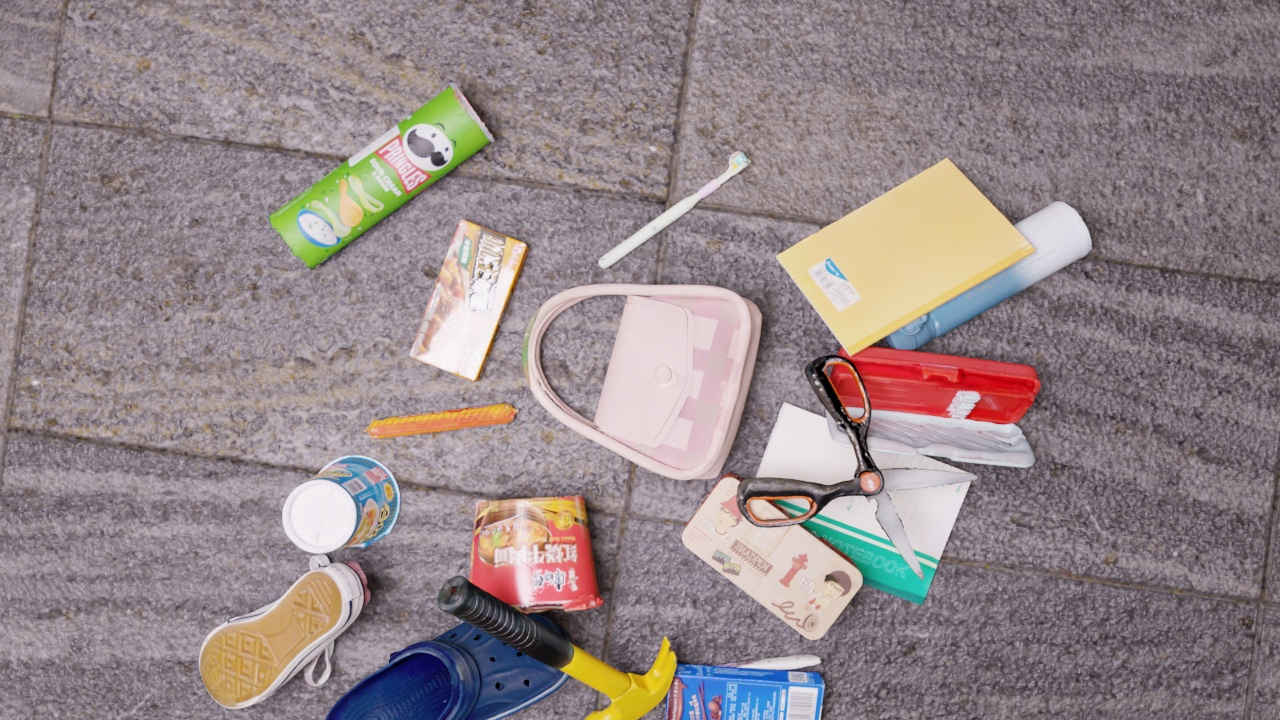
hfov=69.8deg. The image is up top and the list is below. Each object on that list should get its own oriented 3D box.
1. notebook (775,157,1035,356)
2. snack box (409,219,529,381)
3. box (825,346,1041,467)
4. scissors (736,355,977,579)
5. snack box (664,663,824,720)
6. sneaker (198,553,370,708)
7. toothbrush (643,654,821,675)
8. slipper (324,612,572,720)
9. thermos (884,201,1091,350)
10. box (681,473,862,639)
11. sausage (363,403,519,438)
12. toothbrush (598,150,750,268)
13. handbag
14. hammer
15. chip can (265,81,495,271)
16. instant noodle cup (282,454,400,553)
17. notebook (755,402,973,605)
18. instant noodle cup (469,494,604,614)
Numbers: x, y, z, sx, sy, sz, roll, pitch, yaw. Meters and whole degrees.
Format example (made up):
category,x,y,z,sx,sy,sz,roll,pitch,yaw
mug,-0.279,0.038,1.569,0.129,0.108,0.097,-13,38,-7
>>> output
category,x,y,z,sx,sy,sz,roll,pitch,yaw
notebook,0.260,-0.107,0.919,0.206,0.010,0.145,-30,57,0
snack box,-0.178,-0.062,0.957,0.075,0.026,0.153,21,90,1
box,0.289,0.056,0.909,0.201,0.096,0.100,6,51,2
scissors,0.198,0.107,0.870,0.221,0.022,0.233,-21,83,2
snack box,0.104,0.358,0.939,0.157,0.026,0.084,4,101,0
sneaker,-0.349,0.273,0.930,0.242,0.087,0.118,-37,76,22
toothbrush,0.095,0.324,0.954,0.187,0.016,0.017,-7,97,1
slipper,-0.190,0.310,0.892,0.252,0.095,0.105,-23,61,-13
thermos,0.341,-0.080,0.926,0.220,0.070,0.070,-30,89,0
box,0.132,0.191,0.921,0.168,0.077,0.091,36,93,6
sausage,-0.208,0.064,0.959,0.165,0.021,0.021,-7,89,1
toothbrush,0.033,-0.156,0.958,0.189,0.029,0.020,-37,130,2
handbag,-0.006,0.005,0.933,0.234,0.093,0.193,15,89,9
hammer,-0.072,0.269,0.843,0.129,0.033,0.300,-40,131,7
chip can,-0.264,-0.187,0.937,0.236,0.072,0.072,-35,89,1
instant noodle cup,-0.301,0.148,0.916,0.099,0.110,0.099,0,89,0
notebook,0.221,0.150,0.956,0.209,0.012,0.150,20,91,1
instant noodle cup,-0.107,0.190,0.907,0.138,0.138,0.108,-4,80,1
